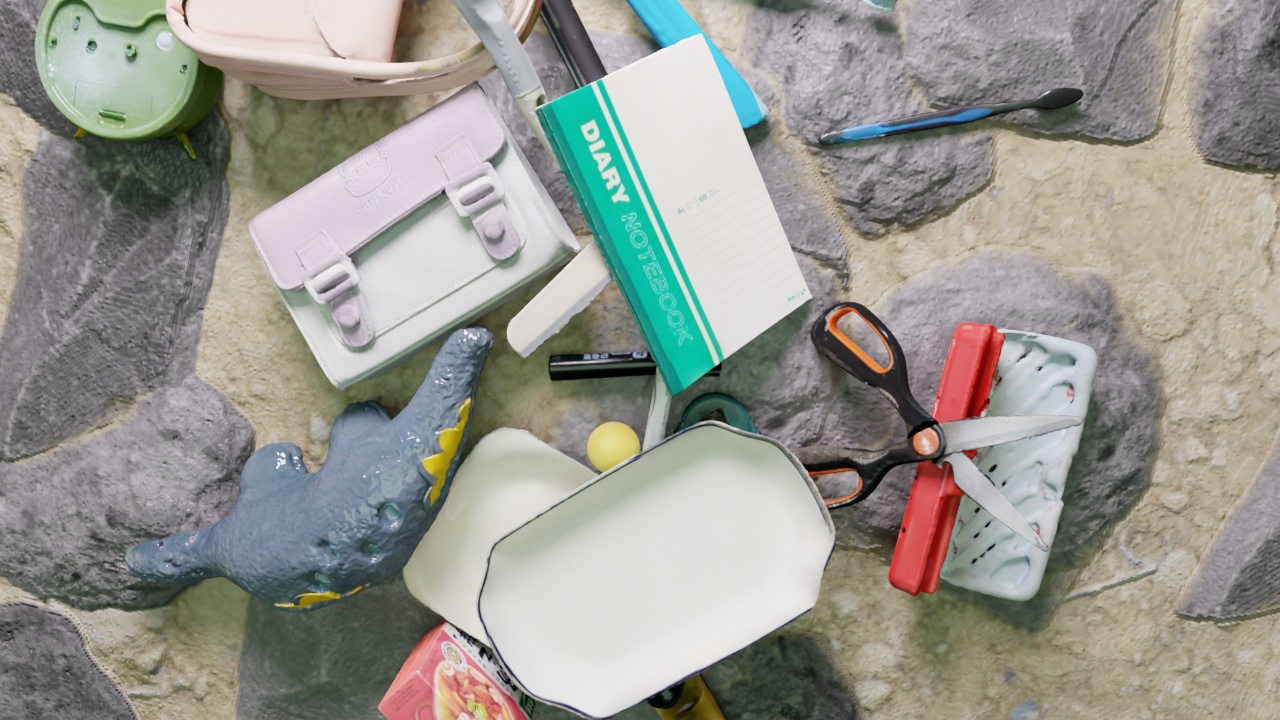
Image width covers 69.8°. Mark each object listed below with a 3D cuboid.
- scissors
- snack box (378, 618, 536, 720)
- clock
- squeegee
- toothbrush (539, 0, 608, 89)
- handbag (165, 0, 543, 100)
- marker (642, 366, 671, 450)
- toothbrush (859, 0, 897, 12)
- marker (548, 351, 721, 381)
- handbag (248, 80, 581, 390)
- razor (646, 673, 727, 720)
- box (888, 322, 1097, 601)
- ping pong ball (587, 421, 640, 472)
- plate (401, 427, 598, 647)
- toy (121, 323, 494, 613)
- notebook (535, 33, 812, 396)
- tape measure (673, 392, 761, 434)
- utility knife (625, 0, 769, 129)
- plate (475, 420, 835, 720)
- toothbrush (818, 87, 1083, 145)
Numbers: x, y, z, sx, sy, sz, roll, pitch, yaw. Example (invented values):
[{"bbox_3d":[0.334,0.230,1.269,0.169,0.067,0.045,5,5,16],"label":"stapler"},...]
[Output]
[{"bbox_3d":[0.180,0.047,0.636,0.222,0.021,0.230,-38,60,39],"label":"scissors"},{"bbox_3d":[-0.125,0.267,0.693,0.044,0.113,0.127,-41,95,5],"label":"snack box"},{"bbox_3d":[-0.361,-0.233,0.662,0.116,0.056,0.161,11,98,0],"label":"clock"},{"bbox_3d":[-0.067,-0.170,0.597,0.245,0.039,0.246,-45,112,-28],"label":"squeegee"},{"bbox_3d":[-0.026,-0.184,0.672,0.027,0.026,0.212,-21,99,39],"label":"toothbrush"},{"bbox_3d":[-0.179,-0.268,0.616,0.234,0.093,0.193,14,94,7],"label":"handbag"},{"bbox_3d":[0.014,0.035,0.691,0.017,0.017,0.145,10,110,1],"label":"marker"},{"bbox_3d":[0.074,-0.282,0.653,0.224,0.027,0.026,16,69,0],"label":"toothbrush"},{"bbox_3d":[-0.004,0.004,0.700,0.132,0.020,0.022,-2,96,2],"label":"marker"},{"bbox_3d":[-0.161,-0.089,0.658,0.197,0.098,0.145,-31,90,5],"label":"handbag"},{"bbox_3d":[0.047,0.288,0.718,0.062,0.067,0.167,-30,102,6],"label":"razor"},{"bbox_3d":[0.259,0.078,0.663,0.100,0.112,0.201,15,98,25],"label":"box"},{"bbox_3d":[-0.020,0.067,0.698,0.040,0.040,0.040,0,98,2],"label":"ping pong ball"},{"bbox_3d":[-0.085,0.147,0.714,0.164,0.034,0.164,34,97,-3],"label":"plate"},{"bbox_3d":[-0.234,0.109,0.679,0.357,0.091,0.138,-29,81,14],"label":"toy"},{"bbox_3d":[0.031,-0.102,0.632,0.150,0.012,0.209,-35,107,-30],"label":"notebook"},{"bbox_3d":[0.057,0.053,0.701,0.058,0.025,0.054,-31,97,5],"label":"tape measure"},{"bbox_3d":[0.015,-0.247,0.653,0.034,0.018,0.209,-39,102,11],"label":"utility knife"},{"bbox_3d":[0.009,0.151,0.672,0.266,0.034,0.162,-31,93,8],"label":"plate"},{"bbox_3d":[0.225,-0.178,0.671,0.189,0.016,0.014,-9,106,6],"label":"toothbrush"}]
